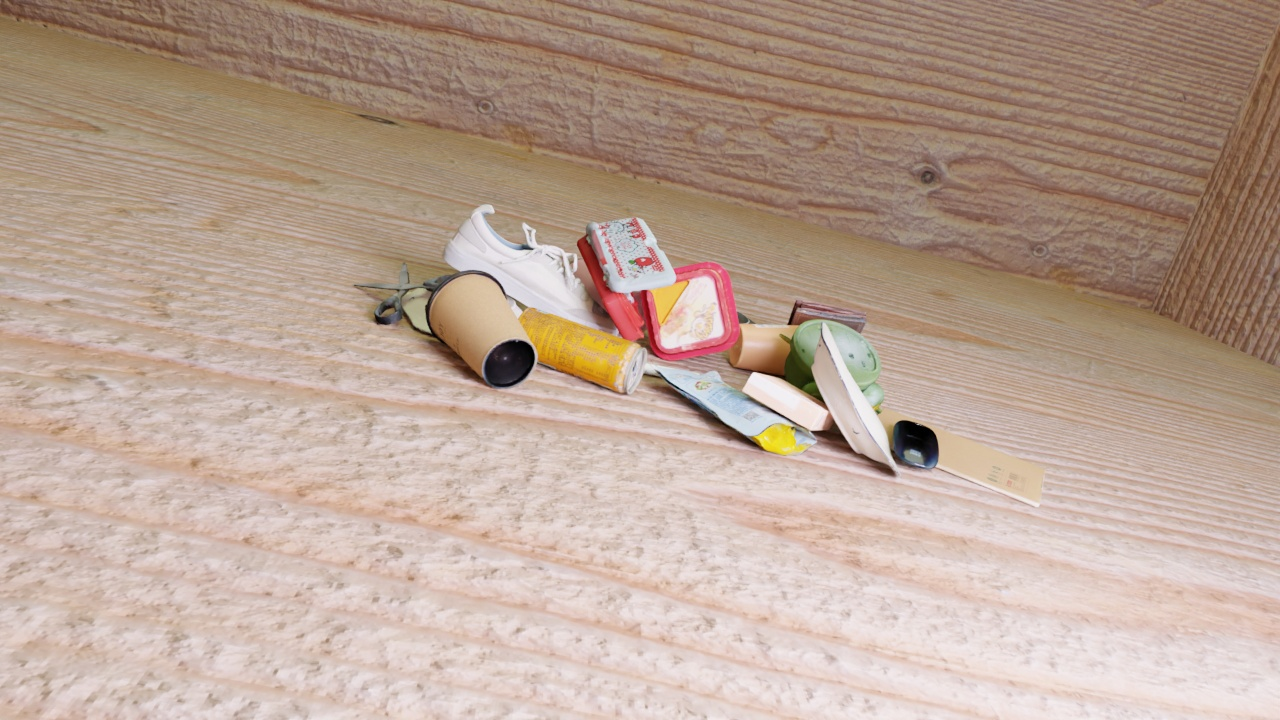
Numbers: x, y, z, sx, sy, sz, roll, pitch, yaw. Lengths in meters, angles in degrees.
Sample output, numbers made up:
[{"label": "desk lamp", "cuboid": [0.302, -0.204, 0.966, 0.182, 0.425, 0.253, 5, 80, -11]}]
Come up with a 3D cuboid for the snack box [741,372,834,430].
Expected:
[{"label": "snack box", "cuboid": [0.170, 0.046, 1.017, 0.084, 0.026, 0.157, 31, 6, 18]}]

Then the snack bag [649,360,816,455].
[{"label": "snack bag", "cuboid": [0.099, 0.047, 1.018, 0.110, 0.039, 0.191, 1, 21, -38]}]

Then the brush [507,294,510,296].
[{"label": "brush", "cuboid": [-0.195, -0.127, 1.257, 0.069, 0.063, 0.146, 28, 3, -9]}]

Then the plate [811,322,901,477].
[{"label": "plate", "cuboid": [0.230, 0.047, 1.014, 0.164, 0.034, 0.163, 57, 15, -14]}]

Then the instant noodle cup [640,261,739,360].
[{"label": "instant noodle cup", "cuboid": [0.069, -0.064, 1.209, 0.117, 0.116, 0.124, -11, 0, 9]}]

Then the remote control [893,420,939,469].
[{"label": "remote control", "cuboid": [0.319, 0.091, 1.059, 0.053, 0.024, 0.136, 18, 17, 10]}]

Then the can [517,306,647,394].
[{"label": "can", "cuboid": [-0.069, -0.011, 1.024, 0.146, 0.058, 0.058, 20, 17, 14]}]

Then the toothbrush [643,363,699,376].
[{"label": "toothbrush", "cuboid": [-0.006, 0.006, 1.094, 0.189, 0.029, 0.020, 12, -23, -15]}]

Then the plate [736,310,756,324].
[{"label": "plate", "cuboid": [0.111, -0.067, 1.419, 0.179, 0.024, 0.179, 14, 16, -4]}]

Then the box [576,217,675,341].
[{"label": "box", "cuboid": [-0.012, -0.117, 1.153, 0.100, 0.095, 0.201, -29, 33, 3]}]

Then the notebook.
[{"label": "notebook", "cuboid": [0.378, 0.111, 1.105, 0.208, 0.008, 0.147, 22, 18, 21]}]

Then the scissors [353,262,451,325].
[{"label": "scissors", "cuboid": [-0.281, -0.083, 1.085, 0.181, 0.014, 0.159, -2, 30, 23]}]

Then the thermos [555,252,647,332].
[{"label": "thermos", "cuboid": [-0.070, -0.095, 1.296, 0.087, 0.067, 0.199, -30, 39, -25]}]

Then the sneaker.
[{"label": "sneaker", "cuboid": [-0.120, -0.108, 1.144, 0.242, 0.091, 0.089, 30, 12, -20]}]

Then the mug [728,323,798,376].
[{"label": "mug", "cuboid": [0.185, -0.015, 1.236, 0.122, 0.078, 0.078, 6, 19, -14]}]

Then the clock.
[{"label": "clock", "cuboid": [0.241, 0.019, 1.141, 0.116, 0.056, 0.161, 2, 45, -19]}]

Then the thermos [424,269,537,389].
[{"label": "thermos", "cuboid": [-0.166, -0.031, 0.969, 0.093, 0.093, 0.143, 3, 29, -35]}]

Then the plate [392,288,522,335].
[{"label": "plate", "cuboid": [-0.209, -0.066, 1.121, 0.163, 0.034, 0.164, 5, 19, -31]}]

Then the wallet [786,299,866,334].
[{"label": "wallet", "cuboid": [0.257, -0.033, 1.303, 0.101, 0.125, 0.032, 11, 54, 1]}]
